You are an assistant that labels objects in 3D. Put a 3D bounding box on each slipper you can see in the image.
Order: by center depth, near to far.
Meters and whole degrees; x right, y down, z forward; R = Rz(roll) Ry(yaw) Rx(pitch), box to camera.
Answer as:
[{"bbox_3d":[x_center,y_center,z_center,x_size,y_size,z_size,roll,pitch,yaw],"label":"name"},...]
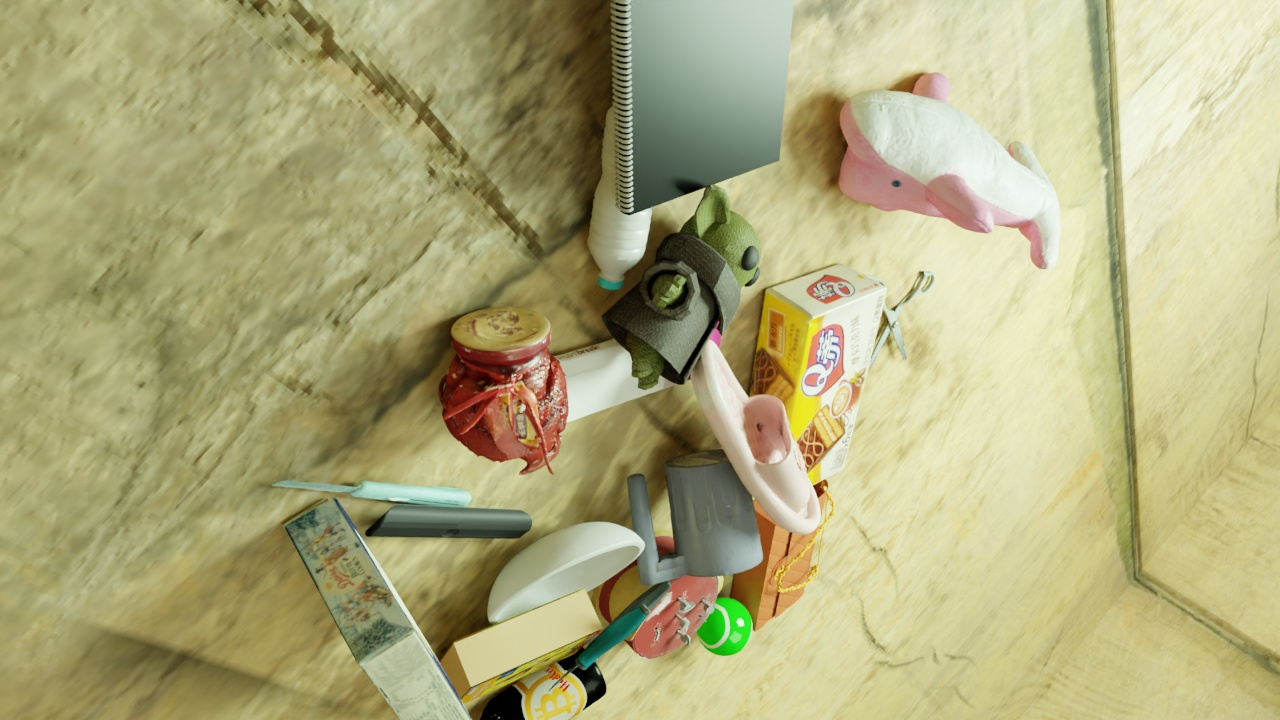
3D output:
[{"bbox_3d":[0.108,0.066,0.826,0.056,0.106,0.221,-26,121,19],"label":"slipper"}]

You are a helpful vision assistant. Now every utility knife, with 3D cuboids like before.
[{"bbox_3d":[-0.193,0.096,0.680,0.022,0.015,0.165,-34,148,31],"label":"utility knife"}]

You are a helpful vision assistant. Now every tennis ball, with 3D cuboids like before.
[{"bbox_3d":[0.097,0.308,1.060,0.065,0.065,0.065,-24,132,-29],"label":"tennis ball"}]

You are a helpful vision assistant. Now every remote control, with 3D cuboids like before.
[{"bbox_3d":[-0.150,0.131,0.734,0.146,0.015,0.033,13,136,-47],"label":"remote control"}]

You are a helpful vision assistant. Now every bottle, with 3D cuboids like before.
[{"bbox_3d":[-0.097,0.028,0.658,0.098,0.099,0.111,-20,125,-32],"label":"bottle"},{"bbox_3d":[-0.012,-0.117,0.669,0.044,0.044,0.136,-13,126,-37],"label":"bottle"},{"bbox_3d":[-0.122,0.350,0.894,0.181,0.059,0.059,-27,134,-26],"label":"bottle"}]

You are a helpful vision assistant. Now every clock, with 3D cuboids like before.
[{"bbox_3d":[0.033,0.248,0.946,0.158,0.081,0.117,23,101,-49],"label":"clock"}]

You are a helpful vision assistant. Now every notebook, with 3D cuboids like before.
[{"bbox_3d":[0.043,-0.211,0.605,0.148,0.016,0.207,-25,133,-29],"label":"notebook"}]

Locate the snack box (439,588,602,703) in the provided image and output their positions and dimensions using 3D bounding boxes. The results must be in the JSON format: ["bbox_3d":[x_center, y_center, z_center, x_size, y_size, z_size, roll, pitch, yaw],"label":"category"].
[{"bbox_3d":[-0.109,0.256,0.816,0.125,0.040,0.088,-16,157,-30],"label":"snack box"}]

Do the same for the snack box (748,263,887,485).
[{"bbox_3d":[0.168,0.026,0.926,0.109,0.062,0.231,-20,131,-32],"label":"snack box"}]

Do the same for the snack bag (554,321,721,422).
[{"bbox_3d":[-0.005,0.005,0.785,0.196,0.016,0.070,-18,127,-33],"label":"snack bag"}]

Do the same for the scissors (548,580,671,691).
[{"bbox_3d":[-0.023,0.250,0.847,0.124,0.019,0.155,-34,169,-43],"label":"scissors"}]

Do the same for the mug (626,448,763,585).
[{"bbox_3d":[0.050,0.147,0.867,0.123,0.084,0.104,-10,95,-19],"label":"mug"}]

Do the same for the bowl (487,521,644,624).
[{"bbox_3d":[-0.071,0.179,0.808,0.149,0.043,0.150,-25,159,-11],"label":"bowl"}]

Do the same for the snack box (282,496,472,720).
[{"bbox_3d":[-0.184,0.191,0.654,0.042,0.145,0.144,-32,136,-20],"label":"snack box"}]

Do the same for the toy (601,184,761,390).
[{"bbox_3d":[0.037,-0.049,0.717,0.152,0.078,0.179,-53,164,-8],"label":"toy"}]

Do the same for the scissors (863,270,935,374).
[{"bbox_3d":[0.275,-0.052,1.007,0.141,0.014,0.175,-50,138,-7],"label":"scissors"}]

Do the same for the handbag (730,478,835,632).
[{"bbox_3d":[0.172,0.228,1.082,0.108,0.060,0.172,-23,132,-35],"label":"handbag"}]

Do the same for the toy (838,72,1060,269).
[{"bbox_3d":[0.271,-0.166,0.844,0.265,0.186,0.128,16,147,-25],"label":"toy"}]
